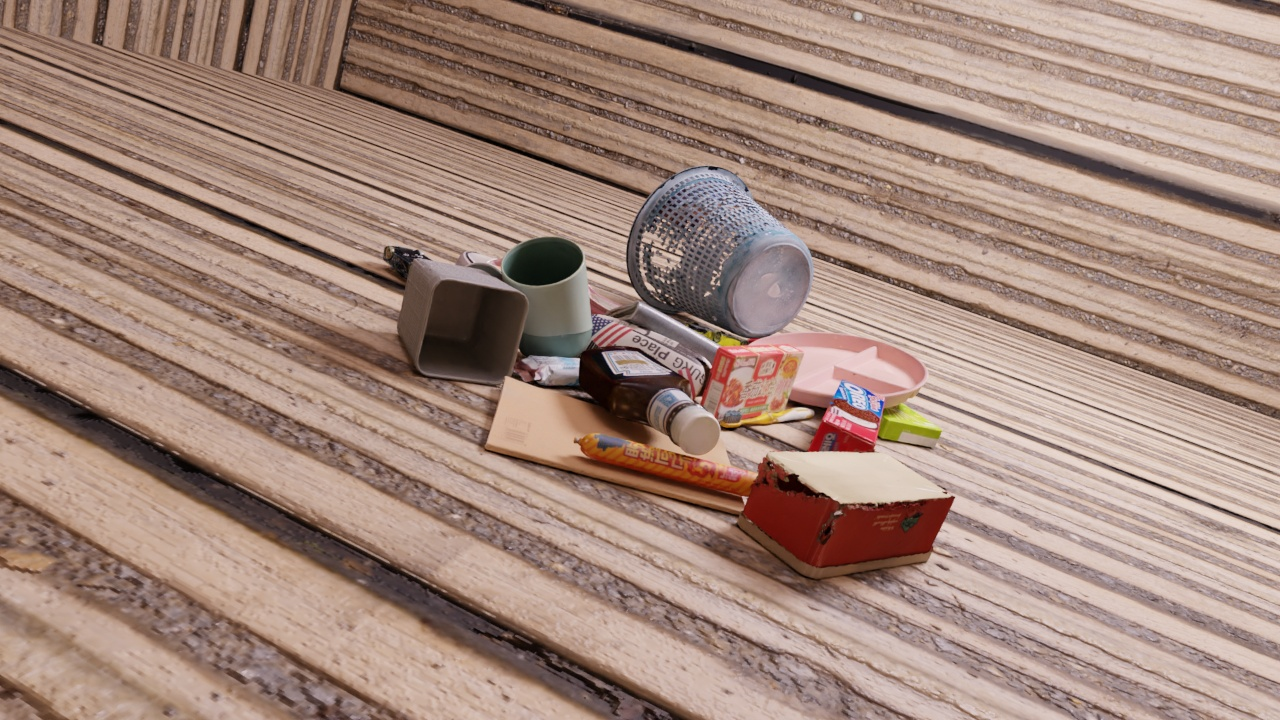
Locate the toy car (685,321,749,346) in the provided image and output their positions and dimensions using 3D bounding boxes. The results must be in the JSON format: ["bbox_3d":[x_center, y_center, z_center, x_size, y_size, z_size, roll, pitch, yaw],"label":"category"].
[{"bbox_3d":[0.099,-0.025,1.197,0.048,0.032,0.105,23,4,43],"label":"toy car"}]

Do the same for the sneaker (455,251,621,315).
[{"bbox_3d":[-0.112,-0.099,1.126,0.241,0.088,0.118,22,16,12],"label":"sneaker"}]

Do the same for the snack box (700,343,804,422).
[{"bbox_3d":[0.120,0.022,0.980,0.025,0.075,0.152,27,17,32],"label":"snack box"}]

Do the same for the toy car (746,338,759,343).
[{"bbox_3d":[0.195,-0.010,1.276,0.106,0.031,0.049,21,14,20],"label":"toy car"}]

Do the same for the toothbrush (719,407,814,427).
[{"bbox_3d":[0.141,0.058,0.987,0.016,0.018,0.191,30,19,34],"label":"toothbrush"}]

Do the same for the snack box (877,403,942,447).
[{"bbox_3d":[0.292,0.060,1.141,0.085,0.026,0.156,11,16,-25],"label":"snack box"}]

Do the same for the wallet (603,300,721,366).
[{"bbox_3d":[0.030,-0.028,1.041,0.129,0.037,0.107,27,-12,-20],"label":"wallet"}]

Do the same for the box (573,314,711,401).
[{"bbox_3d":[-0.006,0.006,0.968,0.162,0.076,0.086,26,47,20],"label":"box"}]

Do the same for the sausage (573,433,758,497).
[{"bbox_3d":[0.027,0.083,0.724,0.165,0.021,0.021,15,15,-10],"label":"sausage"}]

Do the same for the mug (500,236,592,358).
[{"bbox_3d":[-0.086,-0.066,0.924,0.082,0.106,0.111,12,45,18],"label":"mug"}]

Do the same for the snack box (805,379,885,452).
[{"bbox_3d":[0.212,0.073,0.942,0.057,0.058,0.207,24,16,13],"label":"snack box"}]

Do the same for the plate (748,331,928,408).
[{"bbox_3d":[0.242,0.012,1.155,0.229,0.028,0.229,2,21,-1],"label":"plate"}]

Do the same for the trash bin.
[{"bbox_3d":[0.123,-0.134,1.271,0.226,0.227,0.195,7,22,-36],"label":"trash bin"}]

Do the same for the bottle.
[{"bbox_3d":[0.009,0.032,0.803,0.079,0.044,0.195,-3,17,-24],"label":"bottle"}]

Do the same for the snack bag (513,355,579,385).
[{"bbox_3d":[-0.077,0.011,0.891,0.105,0.026,0.045,4,26,-39],"label":"snack bag"}]

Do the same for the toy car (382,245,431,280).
[{"bbox_3d":[-0.270,-0.111,1.099,0.048,0.031,0.105,4,21,-44],"label":"toy car"}]

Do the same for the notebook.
[{"bbox_3d":[-0.021,0.070,0.774,0.211,0.012,0.149,16,16,-8],"label":"notebook"}]

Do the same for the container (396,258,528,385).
[{"bbox_3d":[-0.171,-0.041,0.855,0.090,0.090,0.114,9,14,-30],"label":"container"}]

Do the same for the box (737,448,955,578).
[{"bbox_3d":[0.165,0.108,0.719,0.168,0.078,0.091,5,20,-42],"label":"box"}]

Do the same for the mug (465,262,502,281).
[{"bbox_3d":[-0.148,-0.066,1.007,0.078,0.078,0.122,22,10,16],"label":"mug"}]
